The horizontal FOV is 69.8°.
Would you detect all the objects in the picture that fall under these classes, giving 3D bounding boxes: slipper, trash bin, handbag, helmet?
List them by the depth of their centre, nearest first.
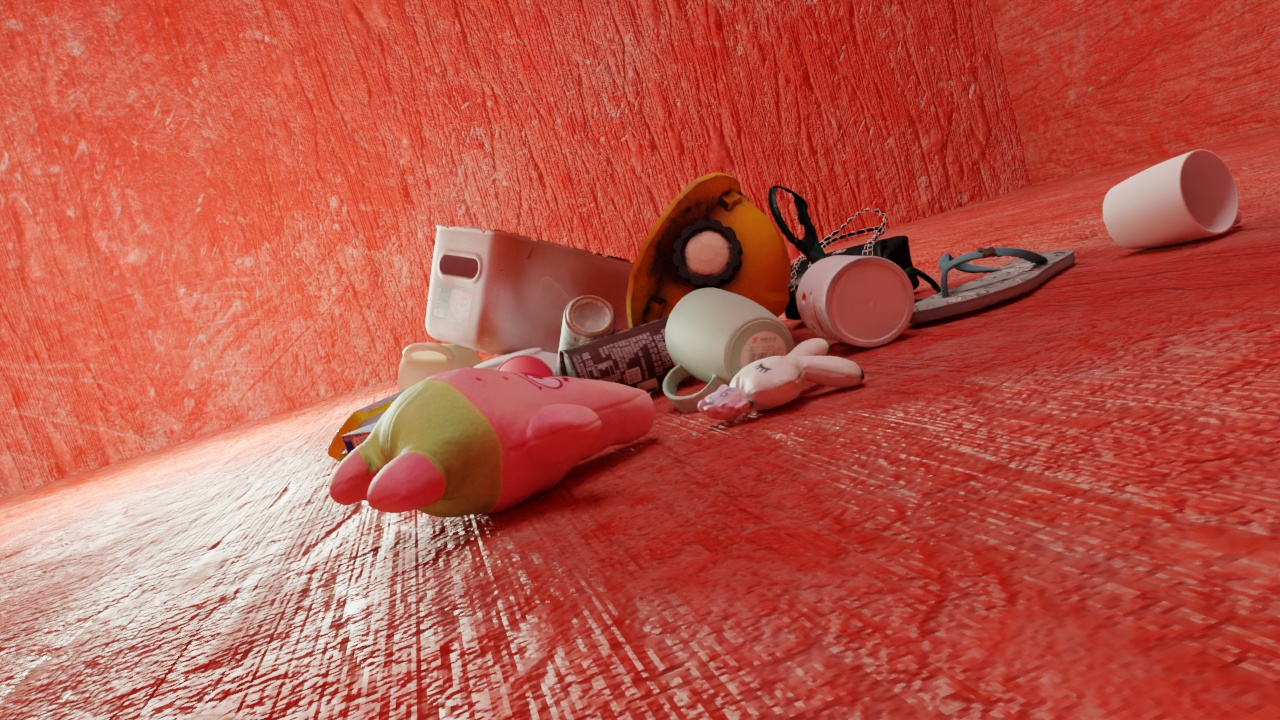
[{"bbox_3d":[0.353,-0.092,0.902,0.268,0.055,0.098,-19,9,-39],"label":"slipper"},{"bbox_3d":[0.095,-0.081,0.998,0.205,0.131,0.255,-56,-15,-1],"label":"helmet"},{"bbox_3d":[0.242,-0.113,1.105,0.154,0.115,0.124,-9,11,29],"label":"handbag"},{"bbox_3d":[-0.141,-0.083,1.242,0.182,0.157,0.259,13,5,44],"label":"trash bin"}]

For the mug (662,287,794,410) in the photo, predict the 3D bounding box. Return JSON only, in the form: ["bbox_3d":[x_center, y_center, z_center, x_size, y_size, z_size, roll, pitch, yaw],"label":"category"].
[{"bbox_3d":[0.067,-0.003,0.770,0.111,0.084,0.104,-45,23,-6],"label":"mug"}]

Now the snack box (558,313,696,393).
[{"bbox_3d":[-0.012,0.005,0.900,0.121,0.072,0.072,-19,6,-14],"label":"snack box"}]

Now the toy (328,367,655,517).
[{"bbox_3d":[-0.084,0.047,0.610,0.236,0.097,0.192,-11,10,-38],"label":"toy"}]

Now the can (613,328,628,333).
[{"bbox_3d":[-0.016,-0.013,1.160,0.054,0.054,0.138,-18,6,-17],"label":"can"}]

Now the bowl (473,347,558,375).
[{"bbox_3d":[-0.151,0.027,1.091,0.176,0.066,0.176,-16,6,2],"label":"bowl"}]

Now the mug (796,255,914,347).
[{"bbox_3d":[0.195,-0.056,0.843,0.082,0.082,0.105,-16,7,-2],"label":"mug"}]

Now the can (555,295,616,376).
[{"bbox_3d":[-0.060,-0.013,0.975,0.054,0.054,0.136,-18,-26,-19],"label":"can"}]

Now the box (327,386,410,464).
[{"bbox_3d":[-0.298,0.082,1.091,0.067,0.070,0.210,-36,1,12],"label":"box"}]

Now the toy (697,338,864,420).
[{"bbox_3d":[0.098,0.015,0.668,0.122,0.038,0.079,-21,14,-16],"label":"toy"}]

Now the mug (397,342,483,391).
[{"bbox_3d":[-0.265,0.018,1.241,0.100,0.120,0.096,-4,47,15],"label":"mug"}]

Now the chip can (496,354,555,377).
[{"bbox_3d":[-0.111,0.036,0.887,0.069,0.069,0.220,-17,6,-6],"label":"chip can"}]

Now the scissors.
[{"bbox_3d":[0.223,-0.108,0.969,0.203,0.201,0.015,0,-34,-26],"label":"scissors"}]

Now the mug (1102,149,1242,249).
[{"bbox_3d":[0.522,-0.146,0.891,0.114,0.081,0.088,15,-13,-21],"label":"mug"}]

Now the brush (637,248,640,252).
[{"bbox_3d":[0.025,-0.068,1.118,0.008,0.143,0.045,-9,1,43],"label":"brush"}]

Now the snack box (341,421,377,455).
[{"bbox_3d":[-0.169,0.071,0.777,0.207,0.056,0.057,-10,10,41],"label":"snack box"}]
